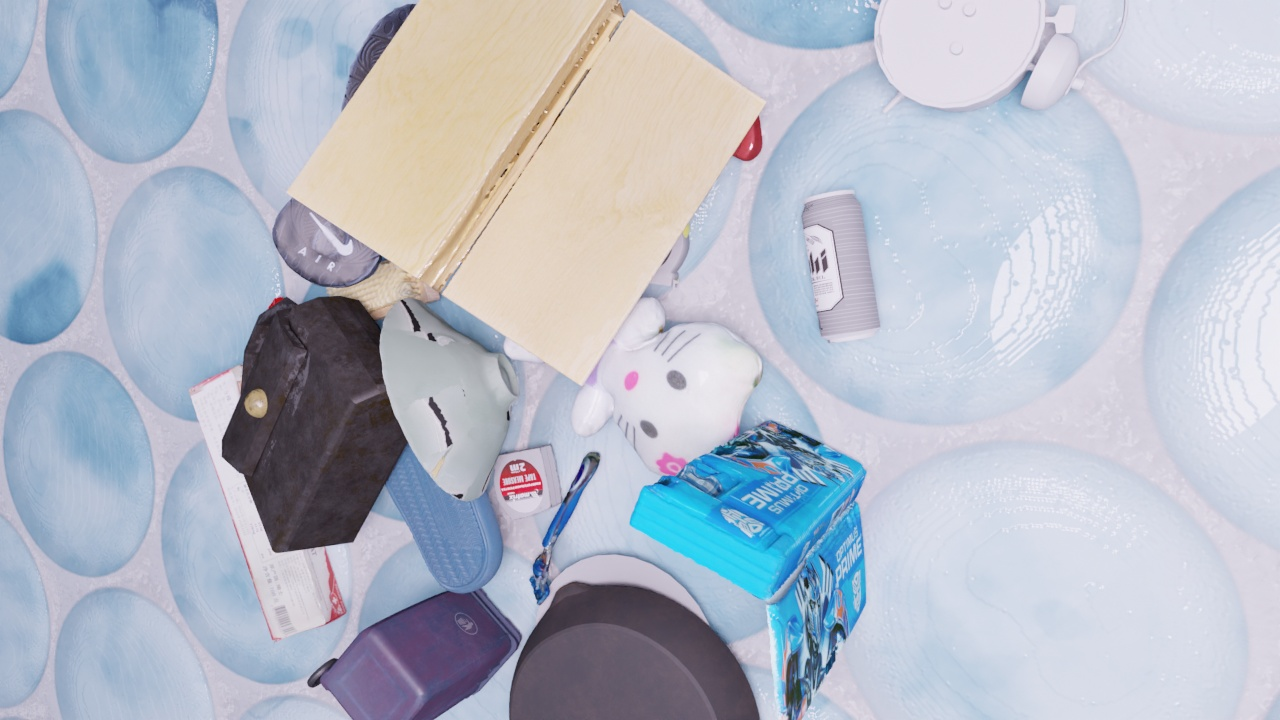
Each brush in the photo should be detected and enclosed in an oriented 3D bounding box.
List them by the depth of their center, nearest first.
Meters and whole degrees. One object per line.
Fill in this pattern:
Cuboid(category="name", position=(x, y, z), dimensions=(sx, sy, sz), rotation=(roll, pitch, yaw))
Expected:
Cuboid(category="brush", position=(-0.242, -0.065, 0.851), dimensions=(0.117, 0.039, 0.049), rotation=(-14, 90, 29))

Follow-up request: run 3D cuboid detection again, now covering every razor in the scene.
Cuboid(category="razor", position=(-0.069, 0.141, 0.798), dimensions=(0.018, 0.044, 0.141), rotation=(20, 100, -21))

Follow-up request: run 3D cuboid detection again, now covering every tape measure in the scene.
Cuboid(category="tape measure", position=(0.008, -0.093, 0.747), dimensions=(0.064, 0.016, 0.065), rotation=(10, 99, 23))
Cuboid(category="tape measure", position=(-0.101, 0.107, 0.814), dimensions=(0.060, 0.020, 0.062), rotation=(-14, 88, 30))

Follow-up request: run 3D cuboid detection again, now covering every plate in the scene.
Cuboid(category="plate", position=(-0.012, 0.249, 0.788), dimensions=(0.173, 0.019, 0.173), rotation=(3, 96, 24))

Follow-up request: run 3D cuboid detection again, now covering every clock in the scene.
Cuboid(category="clock", position=(0.233, -0.222, 0.608), dimensions=(0.159, 0.061, 0.120), rotation=(-6, 93, 26))

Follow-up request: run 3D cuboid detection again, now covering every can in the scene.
Cuboid(category="can", position=(0.146, -0.068, 0.672), dimensions=(0.044, 0.044, 0.106), rotation=(-9, 91, 25))

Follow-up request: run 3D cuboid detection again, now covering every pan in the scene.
Cuboid(category="pan", position=(-0.066, 0.336, 0.785), dimensions=(0.357, 0.043, 0.248), rotation=(-31, 82, 24))

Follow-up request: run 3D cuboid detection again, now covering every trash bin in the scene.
Cuboid(category="trash bin", position=(-0.185, 0.260, 0.789), dimensions=(0.094, 0.160, 0.092), rotation=(44, 104, 14))

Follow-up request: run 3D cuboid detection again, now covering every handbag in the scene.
Cuboid(category="handbag", position=(-0.305, 0.033, 0.823), dimensions=(0.199, 0.102, 0.198), rotation=(48, 118, 31))

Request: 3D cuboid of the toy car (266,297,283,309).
Cuboid(category="toy car", position=(-0.347, -0.020, 0.910), dimensions=(0.038, 0.025, 0.089), rotation=(-45, 77, 21))

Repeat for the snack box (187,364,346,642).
Cuboid(category="snack box", position=(-0.378, 0.142, 0.932), dimensions=(0.077, 0.044, 0.273), rotation=(-22, 87, 19))

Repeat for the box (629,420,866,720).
Cuboid(category="box", position=(0.104, 0.116, 0.599), dimensions=(0.075, 0.243, 0.167), rotation=(-38, 80, 23))

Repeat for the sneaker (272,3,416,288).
Cuboid(category="sneaker", position=(-0.220, -0.173, 0.793), dimensions=(0.097, 0.151, 0.252), rotation=(26, 83, -14))

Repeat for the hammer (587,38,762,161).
Cuboid(category="hammer", position=(-0.035, -0.247, 0.744), dimensions=(0.316, 0.036, 0.126), rotation=(36, 111, 16))

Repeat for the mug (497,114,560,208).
Cuboid(category="mug", position=(-0.109, -0.173, 0.740), dimensions=(0.085, 0.110, 0.081), rotation=(40, 108, 23))

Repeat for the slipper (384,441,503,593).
Cuboid(category="slipper", position=(-0.175, 0.105, 0.827), dimensions=(0.104, 0.059, 0.213), rotation=(-38, 65, 21))

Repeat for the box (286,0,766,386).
Cuboid(category="box", position=(-0.079, -0.152, 0.666), dimensions=(0.257, 0.076, 0.247), rotation=(33, 88, -2))

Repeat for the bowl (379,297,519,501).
Cuboid(category="bowl", position=(-0.138, 0.022, 0.750), dimensions=(0.068, 0.174, 0.174), rotation=(-19, 87, 10))

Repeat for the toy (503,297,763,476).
Cuboid(category="toy", position=(-0.004, 0.004, 0.726), dimensions=(0.209, 0.085, 0.138), rotation=(36, 111, 19))
